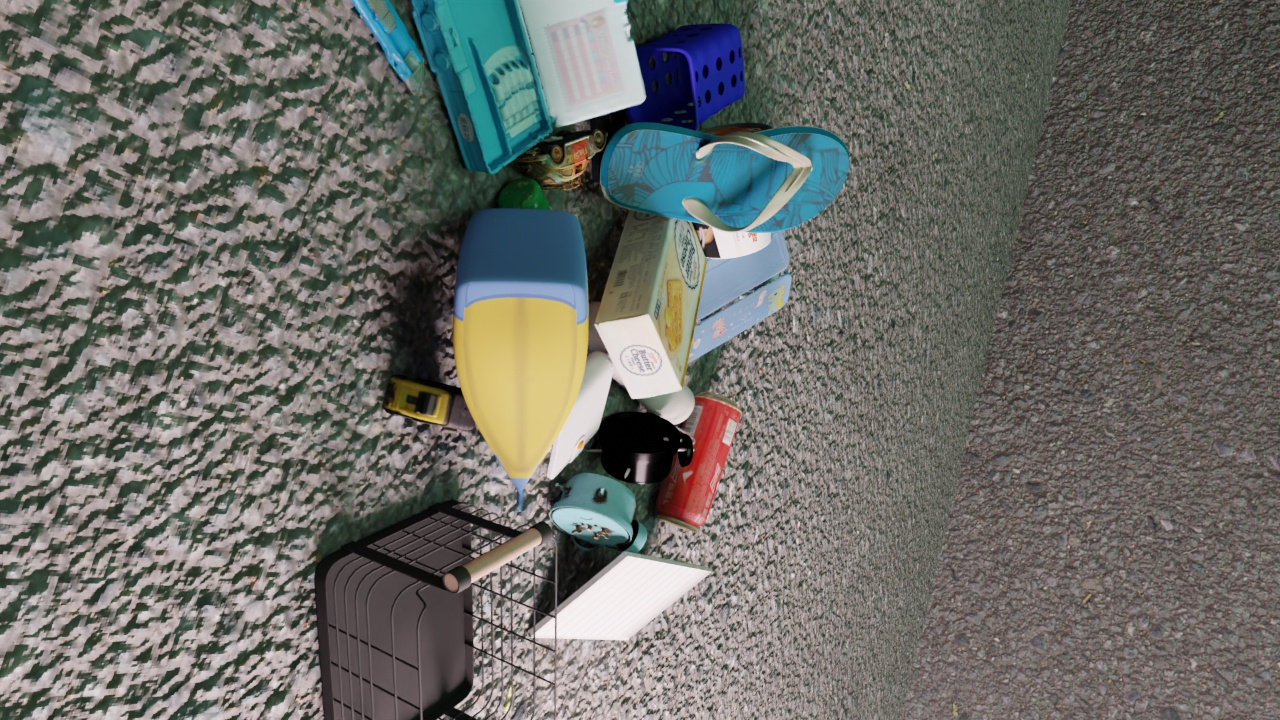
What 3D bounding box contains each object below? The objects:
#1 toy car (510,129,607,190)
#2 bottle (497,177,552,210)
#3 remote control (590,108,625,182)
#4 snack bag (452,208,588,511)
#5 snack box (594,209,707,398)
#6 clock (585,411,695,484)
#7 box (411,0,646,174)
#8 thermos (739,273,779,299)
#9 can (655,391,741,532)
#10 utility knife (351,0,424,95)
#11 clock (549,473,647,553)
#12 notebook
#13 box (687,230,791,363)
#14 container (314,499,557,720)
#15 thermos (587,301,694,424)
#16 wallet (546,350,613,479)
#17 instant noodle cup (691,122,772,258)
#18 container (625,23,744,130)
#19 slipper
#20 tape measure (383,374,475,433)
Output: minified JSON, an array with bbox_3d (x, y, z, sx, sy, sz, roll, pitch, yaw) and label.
[{"bbox_3d":[-0.074,-0.181,0.837,0.111,0.047,0.047,-36,127,-47],"label":"toy car"},{"bbox_3d":[-0.088,-0.115,0.840,0.043,0.043,0.111,-63,146,-23],"label":"bottle"},{"bbox_3d":[-0.030,-0.253,0.905,0.047,0.022,0.150,-29,123,-50],"label":"remote control"},{"bbox_3d":[-0.097,-0.004,0.758,0.158,0.102,0.206,-100,-167,-61],"label":"snack bag"},{"bbox_3d":[0.016,-0.071,0.937,0.207,0.058,0.104,-76,149,-44],"label":"snack box"},{"bbox_3d":[0.007,0.094,1.015,0.120,0.091,0.043,-17,125,-41],"label":"clock"},{"bbox_3d":[-0.100,-0.288,0.740,0.181,0.072,0.227,-31,129,-23],"label":"box"},{"bbox_3d":[0.130,-0.169,1.146,0.077,0.065,0.207,-70,151,-46],"label":"thermos"},{"bbox_3d":[0.072,0.126,1.151,0.067,0.067,0.170,39,67,-55],"label":"can"},{"bbox_3d":[-0.198,-0.263,0.646,0.175,0.015,0.031,56,49,-47],"label":"utility knife"},{"bbox_3d":[-0.041,0.167,0.968,0.124,0.090,0.053,60,40,-47],"label":"clock"},{"bbox_3d":[-0.017,0.271,1.036,0.143,0.009,0.209,-41,149,12],"label":"notebook"},{"bbox_3d":[0.101,-0.072,1.100,0.208,0.034,0.128,-30,127,-23],"label":"box"},{"bbox_3d":[-0.158,0.249,0.768,0.162,0.130,0.241,-21,117,-54],"label":"container"},{"bbox_3d":[-0.006,0.006,1.001,0.224,0.052,0.052,45,62,-53],"label":"thermos"},{"bbox_3d":[-0.061,0.046,0.907,0.115,0.037,0.119,-47,162,-39],"label":"wallet"},{"bbox_3d":[0.095,-0.186,1.018,0.123,0.124,0.122,-42,128,-44],"label":"instant noodle cup"},{"bbox_3d":[0.047,-0.296,0.954,0.113,0.085,0.084,-43,135,-45],"label":"container"},{"bbox_3d":[0.098,-0.178,0.919,0.294,0.060,0.118,-2,122,-29],"label":"slipper"},{"bbox_3d":[-0.164,0.038,0.753,0.067,0.063,0.038,18,85,-59],"label":"tape measure"}]
